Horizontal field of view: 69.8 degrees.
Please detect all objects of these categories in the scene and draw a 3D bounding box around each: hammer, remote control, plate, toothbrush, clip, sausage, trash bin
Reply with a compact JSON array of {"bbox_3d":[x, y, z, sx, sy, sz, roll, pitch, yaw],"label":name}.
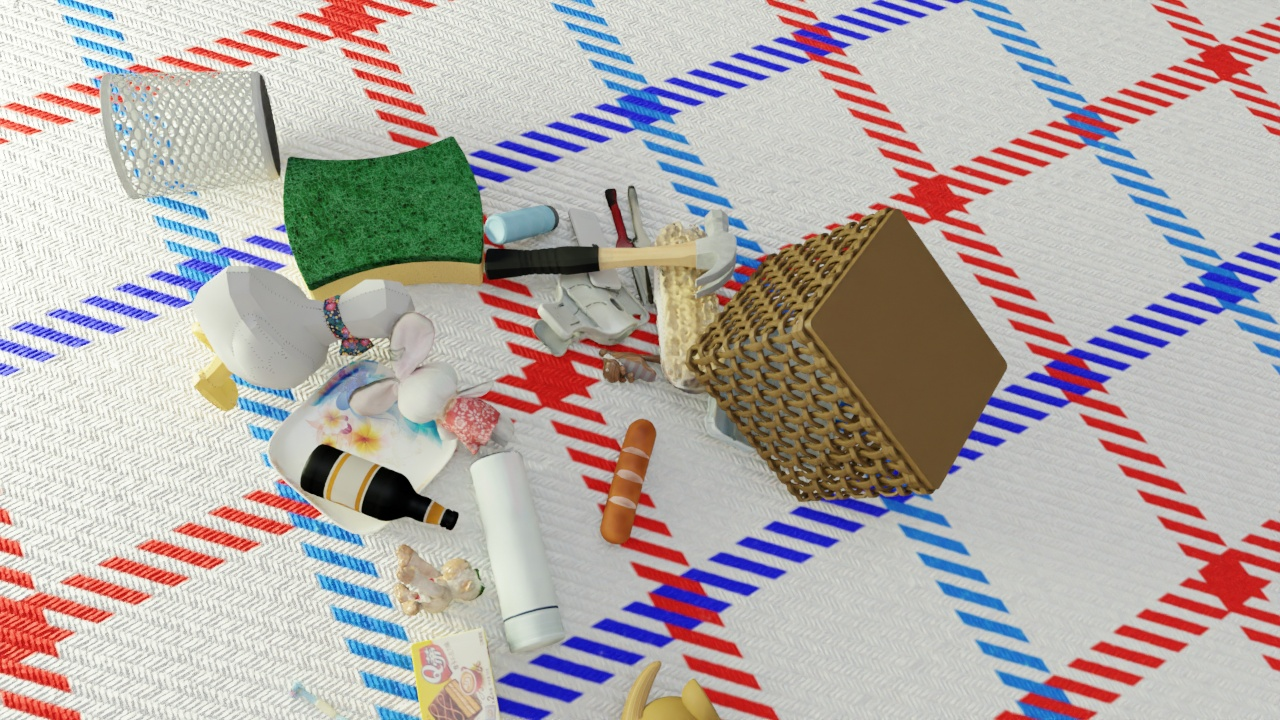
[{"bbox_3d":[-0.038,-0.134,1.203,0.328,0.039,0.131,-3,50,2],"label":"hammer"},{"bbox_3d":[-0.064,-0.155,1.264,0.045,0.008,0.146,6,49,-33],"label":"remote control"},{"bbox_3d":[-0.340,0.105,1.131,0.187,0.016,0.186,38,67,8],"label":"plate"},{"bbox_3d":[-0.321,0.401,1.006,0.155,0.016,0.022,32,98,7],"label":"toothbrush"},{"bbox_3d":[-0.073,-0.069,1.228,0.143,0.075,0.124,-33,72,-31],"label":"clip"},{"bbox_3d":[-0.015,0.150,1.145,0.039,0.045,0.164,21,65,-11],"label":"sausage"},{"bbox_3d":[-0.578,-0.299,1.197,0.183,0.157,0.156,-9,68,-15],"label":"trash bin"}]

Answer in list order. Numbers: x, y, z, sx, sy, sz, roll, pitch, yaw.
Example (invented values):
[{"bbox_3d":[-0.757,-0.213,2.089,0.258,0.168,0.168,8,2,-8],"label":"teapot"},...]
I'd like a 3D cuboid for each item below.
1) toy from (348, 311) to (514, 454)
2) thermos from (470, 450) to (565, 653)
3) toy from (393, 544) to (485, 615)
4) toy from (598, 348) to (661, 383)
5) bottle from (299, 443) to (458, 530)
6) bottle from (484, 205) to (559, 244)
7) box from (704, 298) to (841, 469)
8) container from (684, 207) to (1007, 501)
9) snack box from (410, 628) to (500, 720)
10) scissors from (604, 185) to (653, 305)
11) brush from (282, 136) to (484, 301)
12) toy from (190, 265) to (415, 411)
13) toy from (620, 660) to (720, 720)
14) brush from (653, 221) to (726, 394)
[{"bbox_3d":[-0.239,0.045,1.107,0.194,0.084,0.159,30,110,-9],"label":"toy"},{"bbox_3d":[-0.146,0.224,1.082,0.068,0.068,0.230,-12,69,-14],"label":"thermos"},{"bbox_3d":[-0.230,0.255,1.051,0.106,0.085,0.074,6,87,-16],"label":"toy"},{"bbox_3d":[-0.007,0.007,1.212,0.102,0.042,0.054,7,43,3],"label":"toy"},{"bbox_3d":[-0.300,0.156,1.071,0.181,0.059,0.059,21,65,1],"label":"bottle"},{"bbox_3d":[-0.156,-0.186,1.246,0.040,0.040,0.129,46,34,12],"label":"bottle"},{"bbox_3d":[0.181,0.032,1.229,0.192,0.061,0.209,21,65,-20],"label":"box"},{"bbox_3d":[0.245,0.002,1.094,0.251,0.215,0.219,50,59,-15],"label":"container"},{"bbox_3d":[-0.204,0.359,1.017,0.083,0.061,0.105,-10,68,-13],"label":"snack box"},{"bbox_3d":[-0.016,-0.166,1.295,0.146,0.015,0.187,22,64,4],"label":"scissors"},{"bbox_3d":[-0.338,-0.185,1.225,0.250,0.075,0.195,-11,69,-13],"label":"brush"},{"bbox_3d":[-0.410,-0.043,1.089,0.268,0.246,0.140,-21,62,12],"label":"toy"},{"bbox_3d":[0.007,0.446,0.967,0.203,0.163,0.198,-31,72,-9],"label":"toy"},{"bbox_3d":[0.062,-0.075,1.219,0.083,0.057,0.270,3,52,-6],"label":"brush"}]
